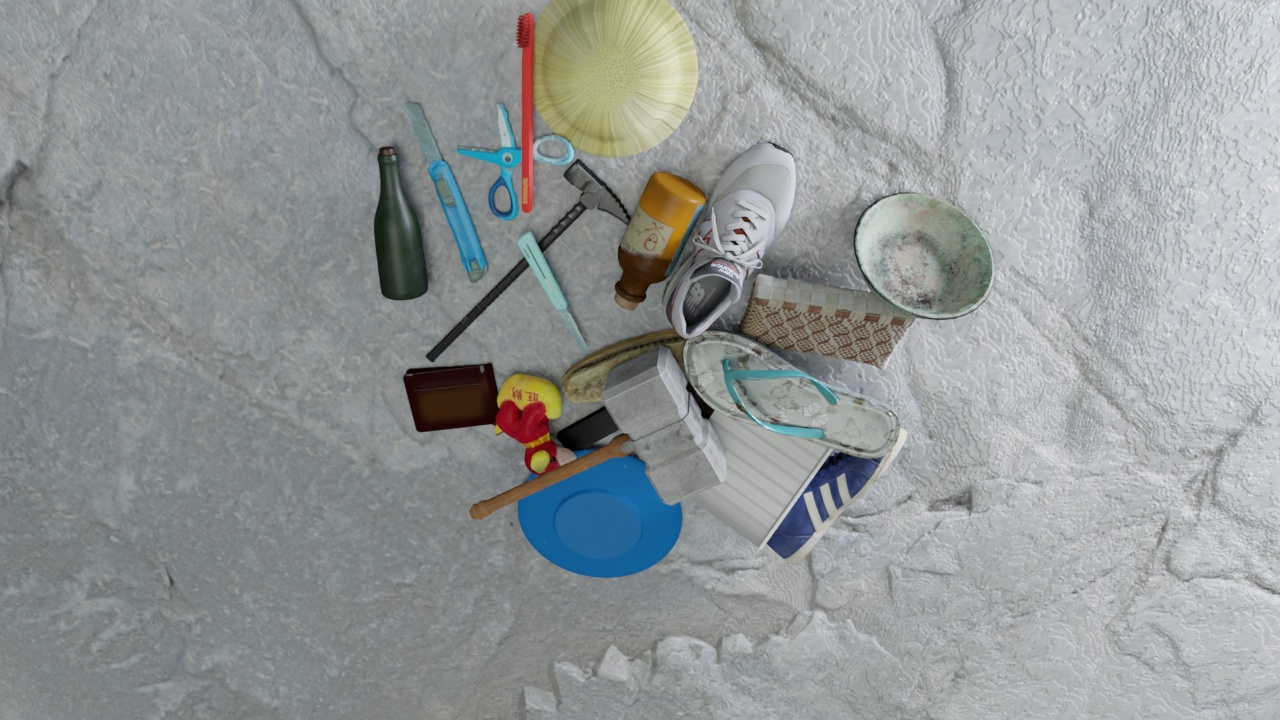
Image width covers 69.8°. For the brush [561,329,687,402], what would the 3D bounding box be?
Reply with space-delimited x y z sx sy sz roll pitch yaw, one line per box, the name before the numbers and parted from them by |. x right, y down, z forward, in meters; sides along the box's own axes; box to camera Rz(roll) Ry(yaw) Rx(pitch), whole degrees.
brush | -0.007 0.007 1.120 0.195 0.043 0.059 -17 114 13

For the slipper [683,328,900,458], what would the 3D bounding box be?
slipper | 0.167 0.051 1.056 0.269 0.054 0.098 24 115 2

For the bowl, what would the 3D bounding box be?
bowl | 0.300 -0.106 0.992 0.157 0.157 0.039 15 154 -2

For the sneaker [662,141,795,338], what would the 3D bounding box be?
sneaker | 0.097 -0.115 1.001 0.089 0.124 0.240 26 117 -8

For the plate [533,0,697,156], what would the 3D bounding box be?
plate | -0.033 -0.301 0.966 0.184 0.036 0.185 2 118 4

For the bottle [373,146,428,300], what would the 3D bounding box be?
bottle | -0.281 -0.158 1.057 0.055 0.055 0.174 2 116 5

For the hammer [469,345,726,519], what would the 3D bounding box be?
hammer | -0.073 0.125 1.103 0.318 0.082 0.163 -26 108 15

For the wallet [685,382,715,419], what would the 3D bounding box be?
wallet | 0.099 0.057 1.147 0.099 0.031 0.120 30 111 -9

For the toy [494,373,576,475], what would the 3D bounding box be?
toy | -0.140 0.083 1.162 0.106 0.067 0.137 -10 103 26

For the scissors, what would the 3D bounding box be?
scissors | -0.143 -0.219 1.034 0.134 0.011 0.140 9 120 2

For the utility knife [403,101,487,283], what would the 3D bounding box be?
utility knife | -0.223 -0.191 1.057 0.031 0.015 0.222 -16 114 8

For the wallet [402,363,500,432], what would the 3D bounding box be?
wallet | -0.240 0.050 1.183 0.116 0.018 0.091 -4 116 6

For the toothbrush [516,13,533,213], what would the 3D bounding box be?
toothbrush | -0.126 -0.263 0.993 0.012 0.017 0.213 17 118 27

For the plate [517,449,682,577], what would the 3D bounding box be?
plate | -0.056 0.217 1.238 0.224 0.024 0.225 2 121 3

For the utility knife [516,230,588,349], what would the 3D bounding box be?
utility knife | -0.101 -0.080 1.089 0.022 0.015 0.166 -20 119 14

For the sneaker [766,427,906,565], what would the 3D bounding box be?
sneaker | 0.211 0.139 1.152 0.118 0.091 0.234 35 115 0

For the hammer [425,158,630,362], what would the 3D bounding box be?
hammer | -0.149 -0.096 1.099 0.095 0.015 0.326 42 114 -16

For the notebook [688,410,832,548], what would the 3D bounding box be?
notebook | 0.146 0.107 1.116 0.142 0.009 0.210 35 105 10

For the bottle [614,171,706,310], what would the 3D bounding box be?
bottle | 0.013 -0.128 1.035 0.068 0.067 0.157 23 117 -7

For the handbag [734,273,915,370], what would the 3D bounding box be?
handbag | 0.208 -0.046 1.048 0.186 0.046 0.124 9 154 0

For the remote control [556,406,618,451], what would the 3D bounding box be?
remote control | -0.039 0.075 1.176 0.150 0.013 0.034 -29 111 20
